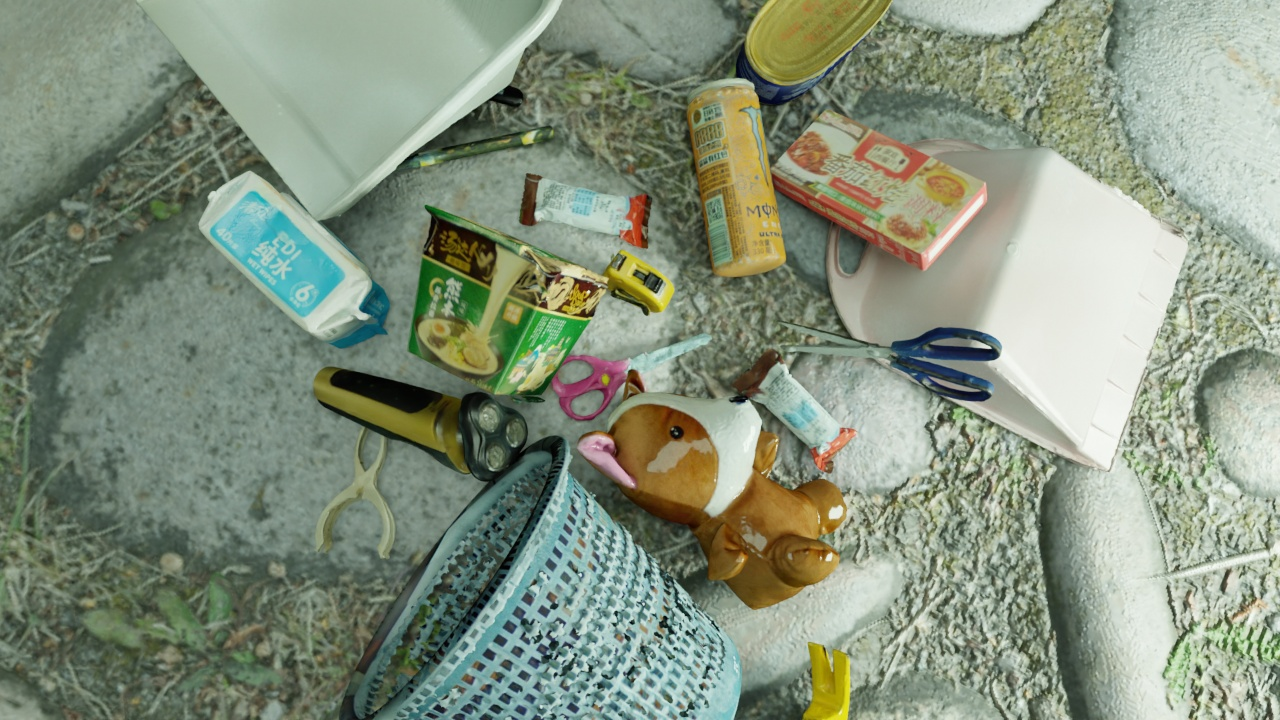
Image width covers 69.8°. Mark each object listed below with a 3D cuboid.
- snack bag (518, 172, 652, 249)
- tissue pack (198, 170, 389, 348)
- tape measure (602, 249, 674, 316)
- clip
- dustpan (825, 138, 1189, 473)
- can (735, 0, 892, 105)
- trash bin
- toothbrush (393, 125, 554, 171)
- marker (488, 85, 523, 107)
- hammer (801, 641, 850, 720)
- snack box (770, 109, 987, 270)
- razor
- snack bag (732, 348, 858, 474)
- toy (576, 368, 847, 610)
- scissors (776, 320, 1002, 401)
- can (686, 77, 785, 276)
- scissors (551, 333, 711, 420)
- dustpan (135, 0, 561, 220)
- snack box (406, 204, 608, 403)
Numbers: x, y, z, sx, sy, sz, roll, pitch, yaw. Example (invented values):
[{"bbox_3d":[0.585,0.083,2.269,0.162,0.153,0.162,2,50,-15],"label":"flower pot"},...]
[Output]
[{"bbox_3d":[-0.042,-0.119,0.724,0.104,0.026,0.048,8,77,-4],"label":"snack bag"},{"bbox_3d":[-0.246,-0.070,0.669,0.140,0.090,0.063,43,82,1],"label":"tissue pack"},{"bbox_3d":[-0.004,-0.057,0.705,0.057,0.060,0.029,30,80,-7],"label":"tape measure"},{"bbox_3d":[-0.196,0.106,0.683,0.094,0.035,0.102,30,74,3],"label":"clip"},{"bbox_3d":[0.296,-0.064,0.759,0.273,0.139,0.222,31,79,-30],"label":"dustpan"},{"bbox_3d":[0.141,-0.272,0.746,0.148,0.049,0.074,-44,89,-8],"label":"can"},{"bbox_3d":[-0.051,0.197,0.609,0.195,0.227,0.226,40,81,-12],"label":"trash bin"},{"bbox_3d":[-0.159,-0.164,0.723,0.185,0.017,0.012,-13,48,-7],"label":"toothbrush"},{"bbox_3d":[-0.153,-0.226,0.732,0.124,0.015,0.018,16,81,-5],"label":"marker"},{"bbox_3d":[0.075,0.257,0.577,0.033,0.300,0.128,10,87,30],"label":"hammer"},{"bbox_3d":[0.180,-0.135,0.707,0.075,0.025,0.153,-47,56,-7],"label":"snack box"},{"bbox_3d":[-0.163,0.037,0.661,0.167,0.068,0.062,16,42,20],"label":"razor"},{"bbox_3d":[0.124,0.040,0.721,0.105,0.026,0.045,45,91,2],"label":"snack bag"},{"bbox_3d":[0.055,0.086,0.663,0.199,0.140,0.131,35,113,3],"label":"toy"},{"bbox_3d":[0.188,-0.008,0.684,0.166,0.155,0.012,26,64,-11],"label":"scissors"},{"bbox_3d":[0.074,-0.141,0.721,0.058,0.058,0.146,-8,85,-6],"label":"can"},{"bbox_3d":[-0.004,0.004,0.721,0.133,0.017,0.054,-22,93,-11],"label":"scissors"},{"bbox_3d":[-0.182,-0.271,0.650,0.257,0.143,0.222,-37,84,-30],"label":"dustpan"},{"bbox_3d":[-0.103,-0.037,0.663,0.117,0.118,0.105,25,95,19],"label":"snack box"}]
